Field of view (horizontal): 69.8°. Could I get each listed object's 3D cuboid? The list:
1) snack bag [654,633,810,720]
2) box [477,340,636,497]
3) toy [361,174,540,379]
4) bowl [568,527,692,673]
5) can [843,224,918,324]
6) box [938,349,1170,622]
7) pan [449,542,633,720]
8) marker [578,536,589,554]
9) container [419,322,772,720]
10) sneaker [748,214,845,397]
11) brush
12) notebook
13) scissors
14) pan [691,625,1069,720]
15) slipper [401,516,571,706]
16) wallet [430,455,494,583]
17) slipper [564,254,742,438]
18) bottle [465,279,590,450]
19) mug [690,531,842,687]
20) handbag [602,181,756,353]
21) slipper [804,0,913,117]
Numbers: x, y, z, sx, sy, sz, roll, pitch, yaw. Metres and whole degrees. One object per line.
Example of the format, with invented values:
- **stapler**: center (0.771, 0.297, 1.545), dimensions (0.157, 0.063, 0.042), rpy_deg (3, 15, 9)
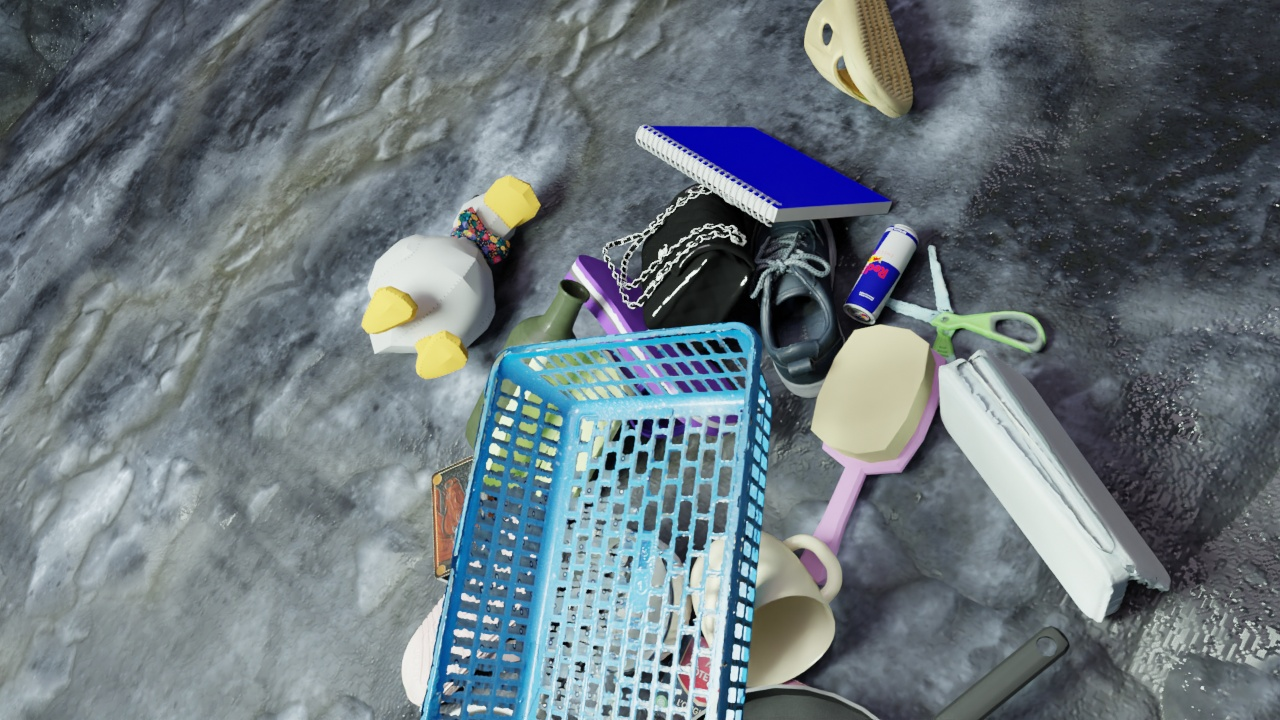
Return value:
- **snack bag**: center (0.083, 0.277, 0.733), dimensions (0.155, 0.018, 0.074), rpy_deg (14, 71, 37)
- **box**: center (-0.090, 0.069, 0.860), dimensions (0.188, 0.083, 0.091), rpy_deg (-62, 38, 28)
- **toy**: center (-0.229, -0.093, 1.063), dimensions (0.247, 0.141, 0.266), rpy_deg (-35, 24, 28)
- **bowl**: center (0.001, 0.204, 0.782), dimensions (0.118, 0.062, 0.118), rpy_deg (-14, 70, 40)
- **can**: center (0.223, -0.080, 0.849), dimensions (0.032, 0.032, 0.095), rpy_deg (23, 76, 37)
- **box**: center (0.284, 0.091, 0.680), dimensions (0.083, 0.122, 0.215), rpy_deg (-46, 41, 28)
- **pan**: center (-0.089, 0.309, 0.758), dimensions (0.187, 0.055, 0.356), rpy_deg (29, 86, 40)
- **marker**: center (-0.055, 0.178, 0.864), dimensions (0.133, 0.027, 0.023), rpy_deg (-3, 61, 31)
- **container**: center (-0.022, 0.163, 0.684), dimensions (0.258, 0.089, 0.361), rpy_deg (-5, 68, 35)
- **sneaker**: center (0.142, -0.076, 0.866), dimensions (0.089, 0.087, 0.235), rpy_deg (-18, 55, 19)
- **brush**: center (0.181, 0.076, 0.773), dimensions (0.089, 0.043, 0.228), rpy_deg (14, 72, 42)
- **notebook**: center (0.118, -0.191, 0.919), dimensions (0.209, 0.171, 0.022), rpy_deg (42, 129, 40)
- **scissors**: center (0.268, -0.030, 0.815), dimensions (0.171, 0.025, 0.159), rpy_deg (22, 81, 41)
- **pan**: center (0.157, 0.306, 0.643), dimensions (0.356, 0.034, 0.225), rpy_deg (-41, 58, 3)
- **slipper**: center (-0.133, 0.233, 0.853), dimensions (0.240, 0.064, 0.094), rpy_deg (-48, 46, 18)
- **wallet**: center (-0.182, 0.162, 0.949), dimensions (0.072, 0.019, 0.123), rpy_deg (-25, 52, 20)
- **slipper**: center (-0.005, 0.005, 0.897), dimensions (0.084, 0.107, 0.266), rpy_deg (-55, 48, 19)
- **bottle**: center (-0.106, 0.010, 0.903), dimensions (0.207, 0.071, 0.071), rpy_deg (-59, 43, 31)
- **mug**: center (0.099, 0.181, 0.728), dimensions (0.120, 0.096, 0.099), rpy_deg (-36, 33, 4)
- **handbag**: center (0.042, -0.106, 0.885), dimensions (0.125, 0.114, 0.153), rpy_deg (-50, 20, 30)
- **slipper**: center (0.225, -0.342, 0.983), dimensions (0.079, 0.111, 0.260), rpy_deg (-31, 44, 37)
